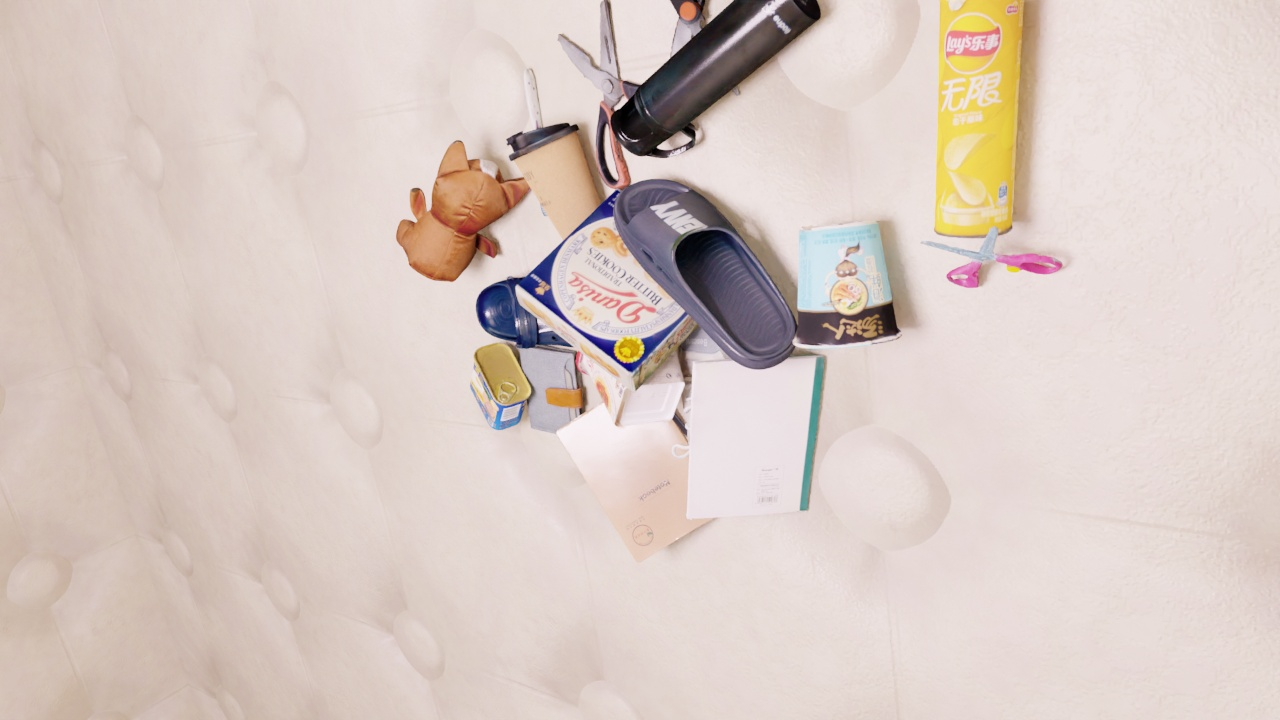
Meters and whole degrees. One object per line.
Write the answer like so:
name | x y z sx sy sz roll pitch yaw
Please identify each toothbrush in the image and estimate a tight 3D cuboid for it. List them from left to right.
toothbrush | -0.132 -0.276 1.176 0.017 0.016 0.188 13 118 46
toothbrush | 0.031 0.061 1.185 0.189 0.017 0.014 52 146 3

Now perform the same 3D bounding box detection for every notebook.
notebook | 0.001 0.143 1.209 0.148 0.008 0.207 -33 86 13
notebook | 0.130 0.092 1.060 0.150 0.012 0.209 -2 116 -7

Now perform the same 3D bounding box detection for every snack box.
snack box | -0.016 -0.085 1.058 0.178 0.182 0.046 37 162 19

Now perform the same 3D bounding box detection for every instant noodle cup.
instant noodle cup | -0.007 0.006 1.103 0.117 0.116 0.124 108 150 -46
instant noodle cup | 0.204 -0.080 0.932 0.111 0.111 0.120 0 102 39

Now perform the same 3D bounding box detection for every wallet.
wallet | -0.124 0.045 1.297 0.107 0.036 0.130 11 116 37

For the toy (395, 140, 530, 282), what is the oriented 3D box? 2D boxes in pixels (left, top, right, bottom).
toy | -0.244 -0.202 1.244 0.200 0.140 0.130 -48 35 40

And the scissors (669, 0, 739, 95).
scissors | 0.049 -0.392 0.966 0.232 0.021 0.222 41 126 5

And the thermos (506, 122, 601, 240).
thermos | -0.098 -0.221 1.127 0.093 0.092 0.143 -12 109 42

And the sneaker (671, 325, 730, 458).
sneaker | 0.075 0.057 1.103 0.090 0.090 0.242 3 110 37

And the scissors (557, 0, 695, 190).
scissors | -0.029 -0.304 1.080 0.223 0.015 0.189 42 130 19

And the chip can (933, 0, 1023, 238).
chip can | 0.299 -0.219 0.812 0.072 0.071 0.213 10 116 36

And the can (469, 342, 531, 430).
can | -0.205 0.039 1.327 0.102 0.057 0.083 59 151 22

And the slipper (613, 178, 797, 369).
slipper | 0.076 -0.111 0.994 0.268 0.110 0.083 51 165 17

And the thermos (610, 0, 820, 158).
thermos | 0.078 -0.299 0.954 0.090 0.068 0.243 29 137 -31

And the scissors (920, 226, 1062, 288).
scissors | 0.316 -0.093 0.846 0.135 0.133 0.017 133 147 -72

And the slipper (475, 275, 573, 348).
slipper | -0.140 -0.067 1.222 0.253 0.095 0.105 6 110 41
